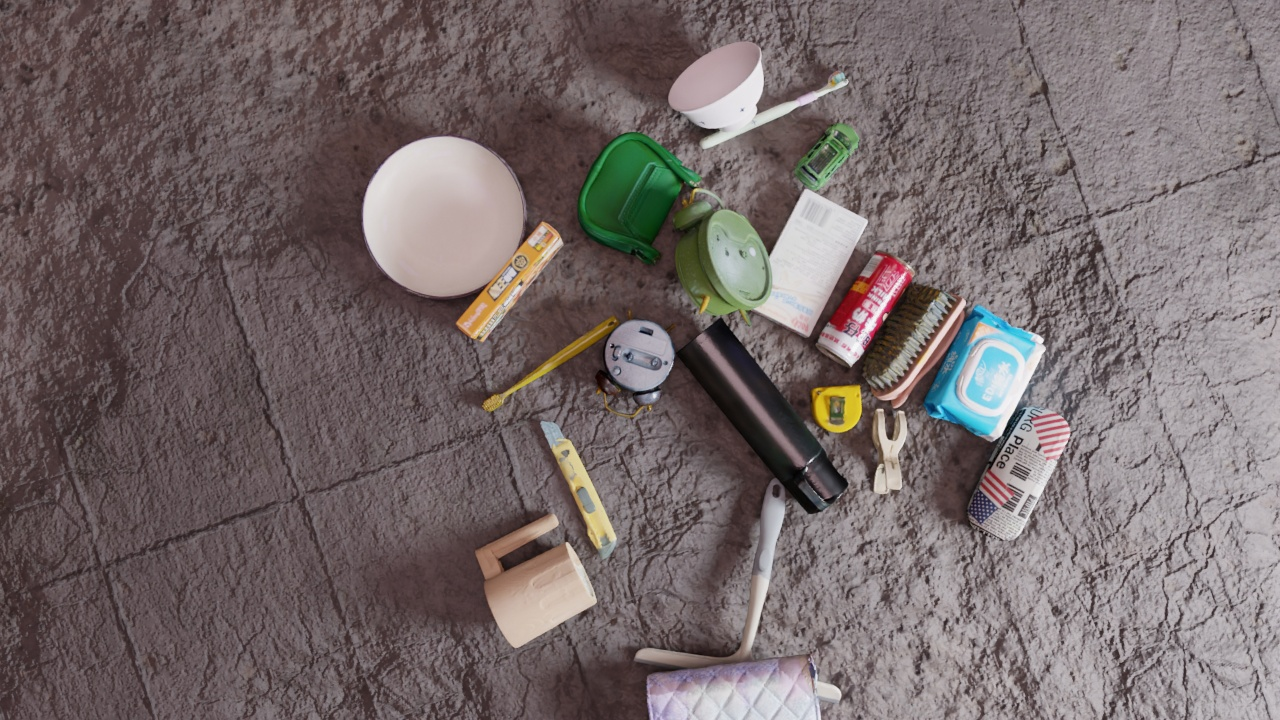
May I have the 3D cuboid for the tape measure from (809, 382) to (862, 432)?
[{"bbox_3d":[0.231,0.056,1.077,0.060,0.029,0.057,-4,89,0],"label":"tape measure"}]

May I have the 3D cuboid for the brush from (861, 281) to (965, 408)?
[{"bbox_3d":[0.317,-0.016,1.066,0.073,0.063,0.145,33,90,-30],"label":"brush"}]

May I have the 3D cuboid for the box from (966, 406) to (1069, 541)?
[{"bbox_3d":[0.431,0.128,1.051,0.075,0.077,0.163,29,91,6],"label":"box"}]

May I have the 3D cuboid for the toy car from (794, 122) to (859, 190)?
[{"bbox_3d":[0.221,-0.242,1.078,0.043,0.036,0.091,40,74,2],"label":"toy car"}]

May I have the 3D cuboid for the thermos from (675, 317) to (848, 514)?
[{"bbox_3d":[0.141,0.065,1.046,0.068,0.090,0.242,-39,88,11],"label":"thermos"}]

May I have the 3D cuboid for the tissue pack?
[{"bbox_3d":[0.397,0.017,1.060,0.090,0.063,0.140,27,89,1],"label":"tissue pack"}]

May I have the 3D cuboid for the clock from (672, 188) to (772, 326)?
[{"bbox_3d":[0.090,-0.122,1.038,0.056,0.116,0.161,-22,68,39],"label":"clock"}]

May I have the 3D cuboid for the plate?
[{"bbox_3d":[-0.228,-0.166,1.079,0.192,0.039,0.192,0,89,0],"label":"plate"}]

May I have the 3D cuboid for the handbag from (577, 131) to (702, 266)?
[{"bbox_3d":[-0.005,-0.190,1.065,0.120,0.068,0.131,27,89,0],"label":"handbag"}]

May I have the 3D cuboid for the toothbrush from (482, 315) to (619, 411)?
[{"bbox_3d":[-0.106,0.004,1.085,0.190,0.016,0.015,-33,89,-1],"label":"toothbrush"}]

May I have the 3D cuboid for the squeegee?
[{"bbox_3d":[0.138,0.259,1.066,0.246,0.039,0.246,12,88,0],"label":"squeegee"}]

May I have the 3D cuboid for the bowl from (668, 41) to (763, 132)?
[{"bbox_3d":[0.098,-0.305,1.063,0.118,0.118,0.065,-39,127,-1],"label":"bowl"}]

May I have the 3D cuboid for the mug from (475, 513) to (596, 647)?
[{"bbox_3d":[-0.121,0.249,1.054,0.103,0.084,0.124,-27,62,-2],"label":"mug"}]

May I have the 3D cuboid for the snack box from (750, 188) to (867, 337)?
[{"bbox_3d":[0.195,-0.114,1.083,0.085,0.027,0.156,27,89,1],"label":"snack box"}]

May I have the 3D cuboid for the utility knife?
[{"bbox_3d":[-0.072,0.150,1.085,0.031,0.019,0.177,-26,84,-7],"label":"utility knife"}]

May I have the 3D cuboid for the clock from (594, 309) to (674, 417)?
[{"bbox_3d":[-0.006,0.006,1.066,0.082,0.055,0.122,18,89,0],"label":"clock"}]

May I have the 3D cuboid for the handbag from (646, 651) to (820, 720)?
[{"bbox_3d":[0.109,0.406,1.035,0.194,0.075,0.134,-10,98,2],"label":"handbag"}]

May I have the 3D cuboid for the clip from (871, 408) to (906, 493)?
[{"bbox_3d":[0.288,0.104,1.068,0.034,0.060,0.097,8,77,0],"label":"clip"}]

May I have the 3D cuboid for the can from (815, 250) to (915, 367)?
[{"bbox_3d":[0.260,-0.059,1.068,0.053,0.053,0.132,34,88,1],"label":"can"}]

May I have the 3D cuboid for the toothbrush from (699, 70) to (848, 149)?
[{"bbox_3d":[0.157,-0.297,1.093,0.189,0.029,0.020,-25,129,1],"label":"toothbrush"}]

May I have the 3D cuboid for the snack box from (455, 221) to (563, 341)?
[{"bbox_3d":[-0.149,-0.090,1.058,0.026,0.075,0.153,40,89,1],"label":"snack box"}]
